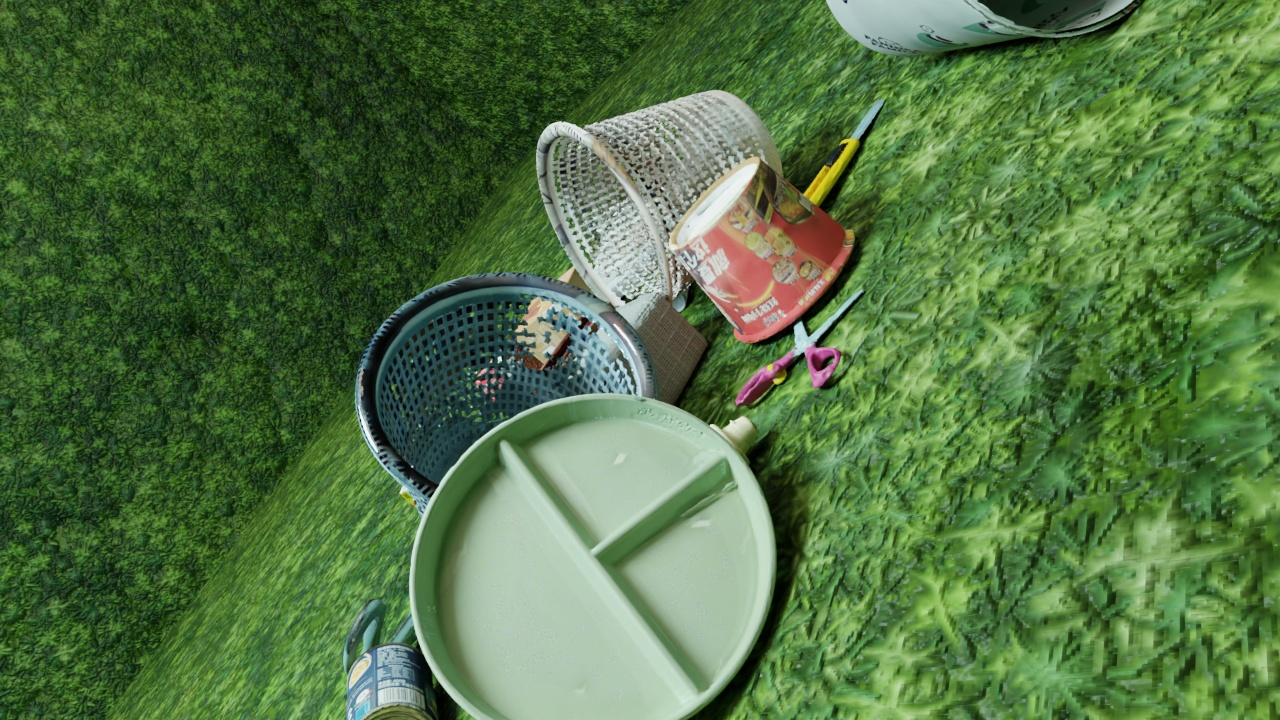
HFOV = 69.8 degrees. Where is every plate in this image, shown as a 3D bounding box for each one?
[{"bbox_3d":[-0.030,0.124,0.574,0.230,0.027,0.229,-5,57,8],"label":"plate"}]

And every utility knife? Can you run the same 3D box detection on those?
[{"bbox_3d":[0.194,-0.198,0.914,0.033,0.015,0.230,-11,36,53],"label":"utility knife"}]

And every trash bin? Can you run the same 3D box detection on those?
[{"bbox_3d":[0.031,-0.175,0.953,0.191,0.227,0.228,-32,12,-21],"label":"trash bin"},{"bbox_3d":[0.279,-0.370,0.774,0.229,0.229,0.252,-49,14,0],"label":"trash bin"},{"bbox_3d":[-0.110,0.072,0.764,0.195,0.226,0.225,102,-169,-53],"label":"trash bin"}]

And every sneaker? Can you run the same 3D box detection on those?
[{"bbox_3d":[-0.015,-0.174,1.233,0.242,0.090,0.089,-52,18,-6],"label":"sneaker"}]

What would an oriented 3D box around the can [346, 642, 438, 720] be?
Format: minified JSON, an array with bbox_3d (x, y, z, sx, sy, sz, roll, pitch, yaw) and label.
[{"bbox_3d":[-0.211,0.299,0.779,0.075,0.075,0.111,-50,19,-3],"label":"can"}]

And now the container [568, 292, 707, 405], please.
[{"bbox_3d":[-0.005,0.005,0.873,0.090,0.090,0.114,-18,32,55],"label":"container"}]

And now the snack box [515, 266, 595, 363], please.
[{"bbox_3d":[-0.086,-0.045,1.136,0.095,0.093,0.076,-34,23,38],"label":"snack box"}]

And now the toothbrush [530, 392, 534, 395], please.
[{"bbox_3d":[-0.104,0.033,1.135,0.213,0.027,0.026,-19,79,54],"label":"toothbrush"}]

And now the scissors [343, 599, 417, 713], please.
[{"bbox_3d":[-0.238,0.257,0.894,0.174,0.019,0.170,-55,-16,-34],"label":"scissors"}]

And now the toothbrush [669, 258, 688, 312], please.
[{"bbox_3d":[0.050,-0.124,1.090,0.027,0.026,0.220,-14,31,16],"label":"toothbrush"}]

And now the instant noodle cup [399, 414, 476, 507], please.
[{"bbox_3d":[-0.166,0.130,0.930,0.116,0.123,0.115,-41,21,23],"label":"instant noodle cup"}]

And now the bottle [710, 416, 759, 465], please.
[{"bbox_3d":[0.028,0.097,0.668,0.149,0.067,0.067,-43,18,-3],"label":"bottle"}]

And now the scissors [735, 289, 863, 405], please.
[{"bbox_3d":[0.127,-0.007,0.713,0.133,0.017,0.136,-44,15,3],"label":"scissors"}]

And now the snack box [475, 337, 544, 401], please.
[{"bbox_3d":[-0.144,-0.027,1.292,0.207,0.057,0.058,-49,22,0],"label":"snack box"}]

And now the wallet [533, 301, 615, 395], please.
[{"bbox_3d":[-0.048,0.015,0.933,0.032,0.101,0.124,14,61,43],"label":"wallet"}]

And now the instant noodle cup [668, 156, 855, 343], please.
[{"bbox_3d":[0.097,-0.099,0.796,0.138,0.108,0.137,-43,16,16],"label":"instant noodle cup"}]
